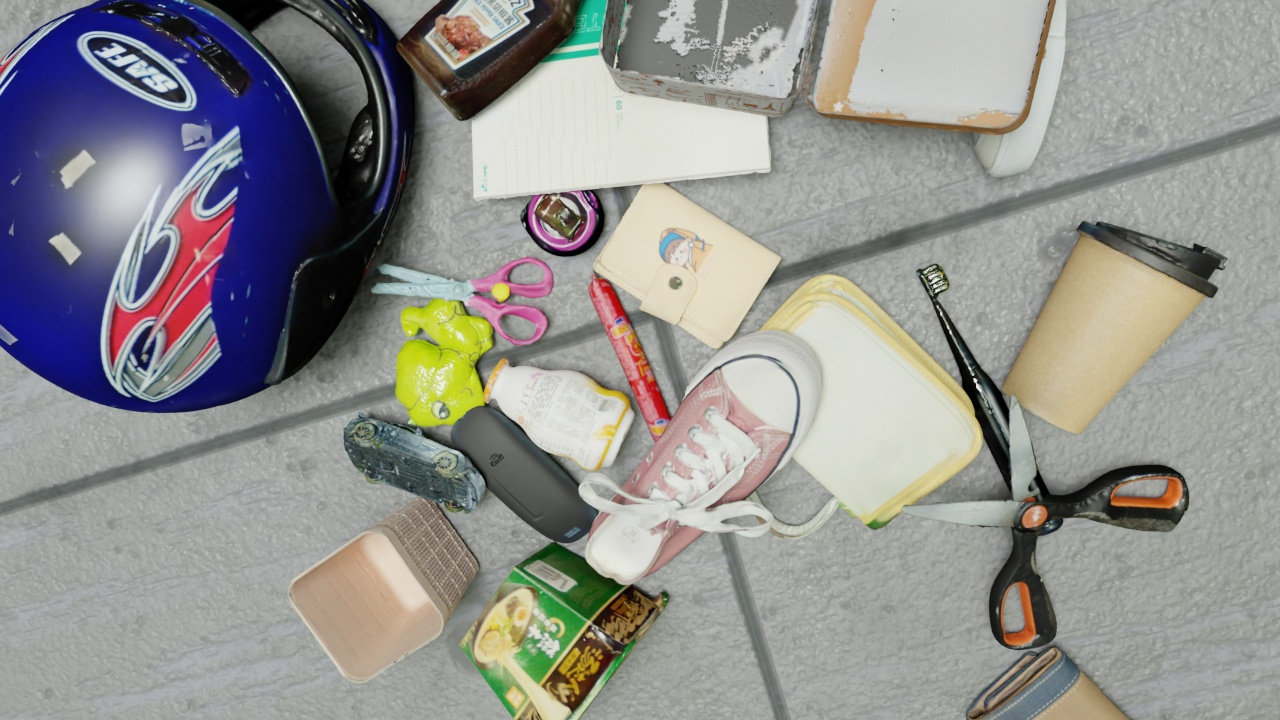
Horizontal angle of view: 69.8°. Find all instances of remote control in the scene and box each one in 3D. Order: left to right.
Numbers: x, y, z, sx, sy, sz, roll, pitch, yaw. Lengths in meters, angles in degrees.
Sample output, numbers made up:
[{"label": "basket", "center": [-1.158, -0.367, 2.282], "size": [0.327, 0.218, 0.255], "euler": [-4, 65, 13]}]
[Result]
[{"label": "remote control", "center": [-0.088, 0.091, 0.700], "size": [0.053, 0.024, 0.136], "euler": [-41, 104, 12]}]

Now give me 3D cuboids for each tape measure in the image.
[{"label": "tape measure", "center": [-0.056, -0.104, 0.668], "size": [0.058, 0.039, 0.057], "euler": [37, 101, 0]}]

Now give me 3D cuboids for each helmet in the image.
[{"label": "helmet", "center": [-0.293, -0.116, 0.595], "size": [0.247, 0.240, 0.316], "euler": [31, 100, -1]}]

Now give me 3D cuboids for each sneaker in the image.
[{"label": "sneaker", "center": [0.035, 0.083, 0.636], "size": [0.118, 0.087, 0.242], "euler": [39, 117, -1]}, {"label": "sneaker", "center": [0.216, -0.240, 0.591], "size": [0.091, 0.089, 0.242], "euler": [-1, 98, 9]}]

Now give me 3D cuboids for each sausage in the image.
[{"label": "sausage", "center": [-0.004, 0.004, 0.691], "size": [0.020, 0.020, 0.156], "euler": [-23, 96, 9]}]

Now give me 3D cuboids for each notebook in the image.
[{"label": "notebook", "center": [-0.019, -0.195, 0.646], "size": [0.209, 0.012, 0.150], "euler": [-5, 83, 8]}]

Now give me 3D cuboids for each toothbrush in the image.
[{"label": "toothbrush", "center": [0.249, 0.028, 0.661], "size": [0.027, 0.026, 0.212], "euler": [-24, 95, 22]}]

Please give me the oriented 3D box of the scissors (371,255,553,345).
[{"label": "scissors", "center": [-0.133, -0.043, 0.681], "size": [0.137, 0.017, 0.073], "euler": [0, 88, -11]}]

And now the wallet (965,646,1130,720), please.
[{"label": "wallet", "center": [0.318, 0.280, 0.691], "size": [0.115, 0.033, 0.090], "euler": [43, 104, -2]}]

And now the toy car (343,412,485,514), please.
[{"label": "toy car", "center": [-0.172, 0.077, 0.700], "size": [0.121, 0.036, 0.054], "euler": [19, 136, 16]}]

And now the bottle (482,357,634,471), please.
[{"label": "bottle", "center": [-0.061, 0.036, 0.680], "size": [0.108, 0.063, 0.063], "euler": [25, 101, 2]}]

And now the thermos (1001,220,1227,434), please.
[{"label": "thermos", "center": [0.311, -0.025, 0.618], "size": [0.093, 0.093, 0.143], "euler": [27, 108, 2]}]

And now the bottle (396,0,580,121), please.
[{"label": "bottle", "center": [-0.074, -0.254, 0.633], "size": [0.195, 0.044, 0.080], "euler": [-41, 71, 1]}]

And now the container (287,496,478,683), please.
[{"label": "container", "center": [-0.186, 0.164, 0.690], "size": [0.090, 0.110, 0.090], "euler": [-34, 94, 10]}]

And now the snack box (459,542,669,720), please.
[{"label": "snack box", "center": [-0.061, 0.203, 0.688], "size": [0.105, 0.118, 0.118], "euler": [38, 101, 10]}]

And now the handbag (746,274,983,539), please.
[{"label": "handbag", "center": [0.132, 0.047, 0.669], "size": [0.163, 0.063, 0.179], "euler": [43, 116, -1]}]

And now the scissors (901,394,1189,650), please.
[{"label": "scissors", "center": [0.284, 0.116, 0.637], "size": [0.220, 0.021, 0.235], "euler": [-13, 118, -9]}]

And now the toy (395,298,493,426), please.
[{"label": "toy", "center": [-0.153, 0.004, 0.702], "size": [0.096, 0.031, 0.100], "euler": [38, 96, -2]}]

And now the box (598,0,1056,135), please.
[{"label": "box", "center": [0.114, -0.238, 0.553], "size": [0.259, 0.110, 0.179], "euler": [10, 97, 6]}]

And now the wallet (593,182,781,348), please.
[{"label": "wallet", "center": [0.031, -0.069, 0.670], "size": [0.115, 0.024, 0.087], "euler": [32, 97, 0]}]
